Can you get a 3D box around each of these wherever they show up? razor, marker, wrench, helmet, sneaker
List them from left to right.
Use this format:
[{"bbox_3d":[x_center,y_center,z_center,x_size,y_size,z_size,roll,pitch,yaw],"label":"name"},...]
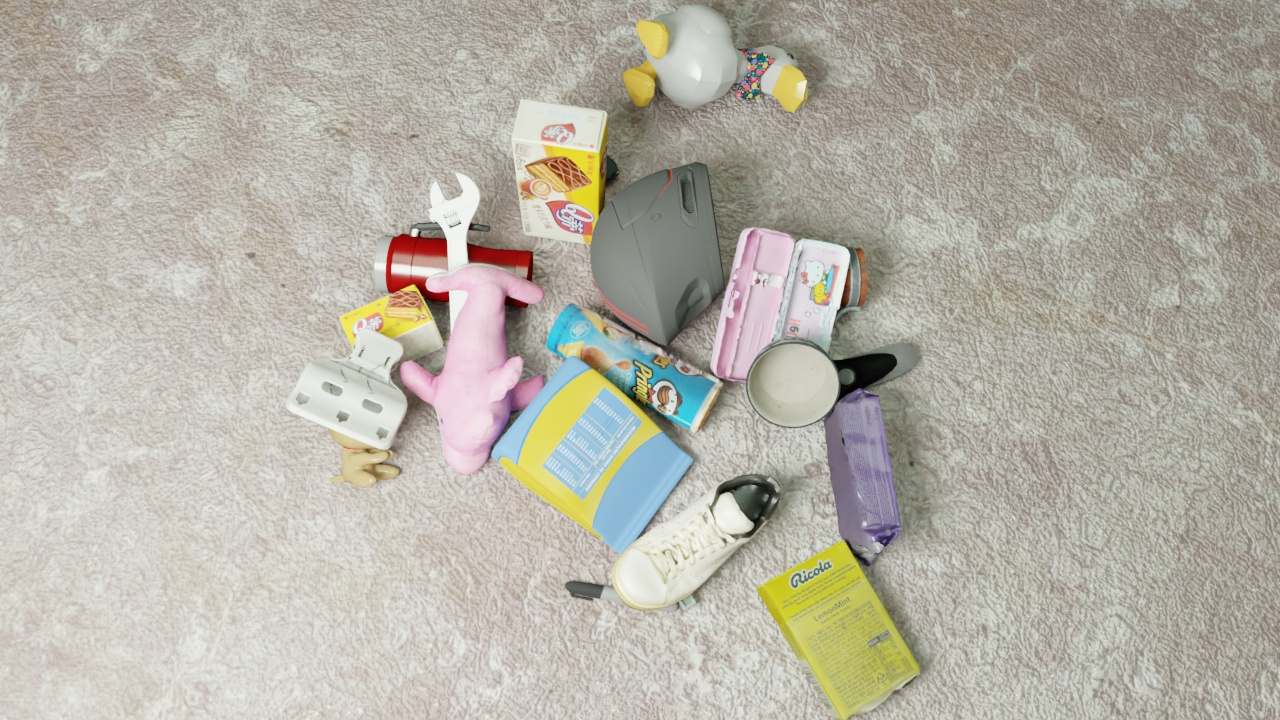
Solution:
[{"bbox_3d":[-0.231,-0.102,1.176,0.066,0.018,0.273,-2,101,-3],"label":"wrench"},{"bbox_3d":[-0.024,0.288,1.110,0.138,0.016,0.022,12,99,1],"label":"marker"},{"bbox_3d":[0.019,-0.140,1.200,0.170,0.164,0.264,-9,57,6],"label":"helmet"},{"bbox_3d":[0.078,0.207,1.074,0.240,0.103,0.089,-31,81,-29],"label":"sneaker"},{"bbox_3d":[0.301,0.012,1.213,0.156,0.060,0.057,-16,82,-29],"label":"razor"}]

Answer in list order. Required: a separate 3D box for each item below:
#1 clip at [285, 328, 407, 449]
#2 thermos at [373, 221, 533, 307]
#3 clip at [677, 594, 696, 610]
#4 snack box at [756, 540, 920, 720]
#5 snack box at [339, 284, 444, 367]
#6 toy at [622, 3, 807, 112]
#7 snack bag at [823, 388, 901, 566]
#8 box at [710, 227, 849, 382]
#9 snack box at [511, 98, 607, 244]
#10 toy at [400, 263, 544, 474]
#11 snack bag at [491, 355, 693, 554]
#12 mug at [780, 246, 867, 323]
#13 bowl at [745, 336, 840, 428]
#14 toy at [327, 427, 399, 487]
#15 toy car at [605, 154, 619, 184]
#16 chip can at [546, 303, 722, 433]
[{"bbox_3d":[-0.335,0.036,1.082,0.125,0.092,0.151,27,37,-15],"label":"clip"},{"bbox_3d":[-0.245,-0.130,1.221,0.198,0.084,0.108,6,103,-2],"label":"thermos"},{"bbox_3d":[0.040,0.267,1.114,0.023,0.035,0.074,-30,78,-15],"label":"clip"},{"bbox_3d":[0.236,0.321,1.091,0.121,0.045,0.181,-27,75,-14],"label":"snack box"},{"bbox_3d":[-0.320,-0.037,1.188,0.105,0.084,0.061,-25,70,-11],"label":"snack box"},{"bbox_3d":[0.102,-0.442,1.345,0.266,0.141,0.246,-12,49,-33],"label":"toy"},{"bbox_3d":[0.271,0.144,1.135,0.058,0.096,0.205,-2,68,-4],"label":"snack bag"},{"bbox_3d":[0.180,-0.064,1.198,0.154,0.045,0.201,10,100,-16],"label":"box"},{"bbox_3d":[-0.101,-0.238,1.198,0.110,0.231,0.061,9,68,0],"label":"snack box"},{"bbox_3d":[-0.190,0.011,1.130,0.186,0.128,0.265,7,86,-28],"label":"toy"},{"bbox_3d":[-0.057,0.118,1.136,0.205,0.102,0.158,39,71,-1],"label":"snack bag"},{"bbox_3d":[0.244,-0.092,1.243,0.111,0.081,0.117,-3,87,0],"label":"mug"},{"bbox_3d":[0.192,0.021,1.159,0.115,0.059,0.116,3,112,7],"label":"bowl"},{"bbox_3d":[-0.346,0.100,1.133,0.106,0.134,0.108,-4,94,19],"label":"toy"},{"bbox_3d":[-0.079,-0.300,1.328,0.046,0.034,0.112,-38,75,-16],"label":"toy car"},{"bbox_3d":[-0.007,0.007,1.190,0.229,0.080,0.079,29,70,9],"label":"chip can"}]
